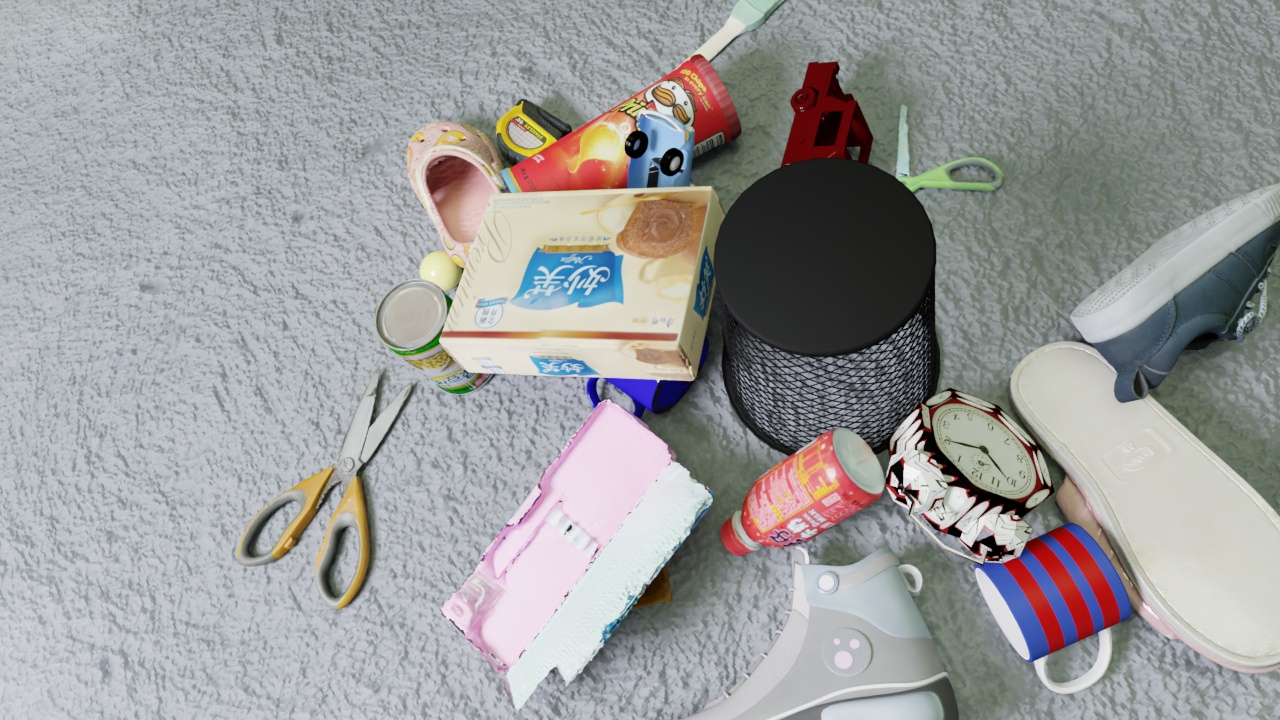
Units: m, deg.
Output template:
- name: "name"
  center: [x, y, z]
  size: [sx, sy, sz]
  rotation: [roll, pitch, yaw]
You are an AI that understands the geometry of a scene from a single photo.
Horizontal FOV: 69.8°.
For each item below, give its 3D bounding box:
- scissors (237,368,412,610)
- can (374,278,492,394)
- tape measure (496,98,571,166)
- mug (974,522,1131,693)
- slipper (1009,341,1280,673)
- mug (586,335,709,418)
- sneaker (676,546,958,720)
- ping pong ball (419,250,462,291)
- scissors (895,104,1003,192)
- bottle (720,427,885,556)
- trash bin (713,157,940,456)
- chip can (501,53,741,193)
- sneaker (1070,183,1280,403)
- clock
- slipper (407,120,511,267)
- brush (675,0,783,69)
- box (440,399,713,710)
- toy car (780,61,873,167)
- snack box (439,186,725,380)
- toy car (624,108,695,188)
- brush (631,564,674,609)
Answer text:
- name: "scissors"
  center: [-0.289, 0.112, 0.850]
  size: [0.175, 0.016, 0.225]
  rotation: [3, 71, 14]
- name: "can"
  center: [-0.178, -0.018, 0.814]
  size: [0.067, 0.121, 0.067]
  rotation: [-4, 70, 12]
- name: "tape measure"
  center: [-0.111, -0.220, 0.917]
  size: [0.065, 0.037, 0.064]
  rotation: [30, 74, 7]
- name: "mug"
  center: [0.303, 0.183, 0.663]
  size: [0.076, 0.075, 0.112]
  rotation: [-26, 92, 3]
- name: "slipper"
  center: [0.374, 0.099, 0.678]
  size: [0.114, 0.054, 0.274]
  rotation: [-28, 55, 6]
- name: "mug"
  center: [-0.005, 0.005, 0.796]
  size: [0.083, 0.079, 0.111]
  rotation: [34, 109, 22]
- name: "sneaker"
  center: [0.092, 0.228, 0.688]
  size: [0.257, 0.093, 0.160]
  rotation: [-14, 59, 9]
- name: "ping pong ball"
  center: [-0.193, -0.086, 0.886]
  size: [0.040, 0.040, 0.040]
  rotation: [-4, 69, 11]
- name: "scissors"
  center: [0.236, -0.157, 0.827]
  size: [0.171, 0.021, 0.172]
  rotation: [1, 74, 18]
- name: "bottle"
  center: [0.117, 0.110, 0.709]
  size: [0.138, 0.061, 0.062]
  rotation: [-41, 61, 37]
- name: "trash bin"
  center: [0.141, -0.037, 0.698]
  size: [0.184, 0.210, 0.183]
  rotation: [-4, 69, 11]
- name: "chip can"
  center: [-0.018, -0.196, 0.862]
  size: [0.213, 0.087, 0.087]
  rotation: [-30, 67, 2]
- name: "sneaker"
  center: [0.431, -0.056, 0.698]
  size: [0.235, 0.089, 0.087]
  rotation: [-33, 89, -16]
- name: "clock"
  center: [0.234, 0.094, 0.679]
  size: [0.114, 0.065, 0.154]
  rotation: [34, 41, 7]
- name: "slipper"
  center: [-0.175, -0.175, 0.884]
  size: [0.093, 0.081, 0.197]
  rotation: [-29, 57, -3]
- name: "brush"
  center: [0.060, -0.305, 0.924]
  size: [0.217, 0.012, 0.033]
  rotation: [-43, 68, -3]
- name: "box"
  center: [-0.045, 0.160, 0.735]
  size: [0.230, 0.061, 0.161]
  rotation: [-53, 48, 1]
- name: "toy car"
  center: [0.162, -0.179, 0.813]
  size: [0.062, 0.070, 0.169]
  rotation: [6, 70, 33]
- name: "snack box"
  center: [-0.044, -0.065, 0.749]
  size: [0.208, 0.055, 0.153]
  rotation: [2, 61, 21]
- name: "toy car"
  center: [0.017, -0.147, 0.814]
  size: [0.056, 0.154, 0.054]
  rotation: [34, 43, 31]
- name: "brush"
  center: [-0.008, 0.143, 0.772]
  size: [0.048, 0.017, 0.126]
  rotation: [-15, 68, 7]
